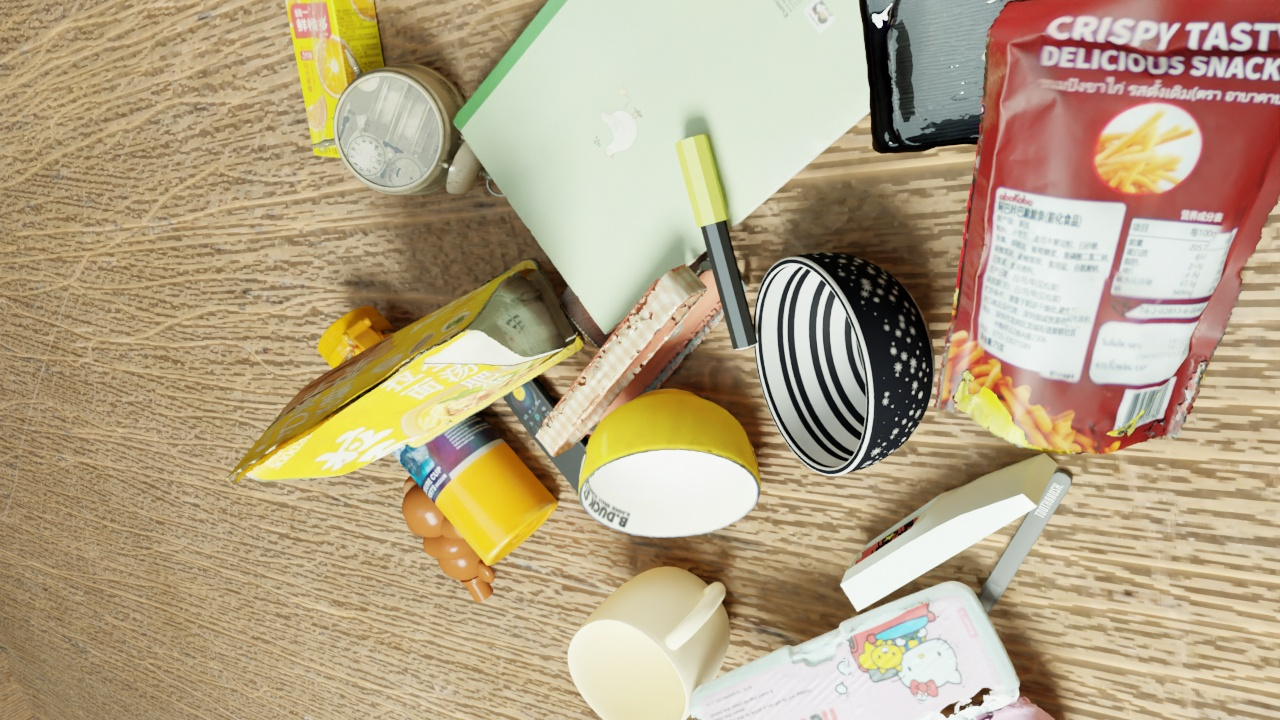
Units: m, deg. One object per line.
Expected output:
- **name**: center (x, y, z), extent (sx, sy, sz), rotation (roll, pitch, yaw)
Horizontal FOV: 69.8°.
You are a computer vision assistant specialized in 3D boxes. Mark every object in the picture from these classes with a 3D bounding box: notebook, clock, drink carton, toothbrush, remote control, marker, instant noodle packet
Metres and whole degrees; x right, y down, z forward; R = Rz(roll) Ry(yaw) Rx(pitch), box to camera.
- **notebook**: center (0.007, -0.155, 0.541), extent (0.253, 0.010, 0.182), rotation (-39, 85, 34)
- **clock**: center (-0.153, -0.152, 0.644), extent (0.141, 0.054, 0.093), rotation (27, 109, 1)
- **drink carton**: center (-0.226, -0.222, 0.687), extent (0.059, 0.042, 0.135), rotation (14, 118, 33)
- **toothbrush**: center (0.212, 0.129, 0.541), extent (0.013, 0.013, 0.168), rotation (30, 124, 22)
- **remote control**: center (-0.071, 0.046, 0.713), extent (0.152, 0.020, 0.041), rotation (51, 132, 8)
- **marker**: center (0.044, -0.067, 0.529), extent (0.021, 0.017, 0.124), rotation (0, 107, 64)
- **instant noodle packet**: center (-0.142, 0.012, 0.585), extent (0.163, 0.221, 0.084), rotation (-29, 94, 12)
- **remote control**: center (0.170, 0.097, 0.531), extent (0.024, 0.049, 0.144), rotation (49, 131, 8)

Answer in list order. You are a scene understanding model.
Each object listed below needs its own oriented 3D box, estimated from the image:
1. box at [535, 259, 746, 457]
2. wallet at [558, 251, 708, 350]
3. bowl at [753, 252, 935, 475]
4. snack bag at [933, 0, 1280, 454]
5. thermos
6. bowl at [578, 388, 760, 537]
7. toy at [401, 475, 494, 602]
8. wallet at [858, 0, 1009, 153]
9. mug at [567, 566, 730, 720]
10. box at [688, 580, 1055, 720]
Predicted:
- **box**: center (-0.004, 0.002, 0.605), extent (0.041, 0.082, 0.187), rotation (51, 133, 11)
- **wallet**: center (-0.004, -0.056, 0.611), extent (0.072, 0.019, 0.123), rotation (47, 131, 10)
- **bowl**: center (0.119, -0.003, 0.503), extent (0.120, 0.066, 0.120), rotation (168, 90, -72)
- **snack bag**: center (0.211, -0.055, 0.409), extent (0.139, 0.066, 0.208), rotation (5, 123, 7)
- **thermos**: center (-0.167, 0.052, 0.751), extent (0.232, 0.076, 0.092), rotation (47, 129, 10)
- **bowl**: center (0.018, 0.061, 0.605), extent (0.117, 0.067, 0.117), rotation (0, 143, 0)
- **toy**: center (-0.162, 0.153, 0.816), extent (0.095, 0.065, 0.128), rotation (-8, 115, 48)
- **wallet**: center (0.165, -0.146, 0.431), extent (0.115, 0.026, 0.089), rotation (2, 113, 31)
- **mug**: center (0.020, 0.196, 0.661), extent (0.096, 0.099, 0.120), rotation (47, 125, 7)
- **box**: center (0.141, 0.235, 0.559), extent (0.202, 0.077, 0.146), rotation (-31, 103, 20)
